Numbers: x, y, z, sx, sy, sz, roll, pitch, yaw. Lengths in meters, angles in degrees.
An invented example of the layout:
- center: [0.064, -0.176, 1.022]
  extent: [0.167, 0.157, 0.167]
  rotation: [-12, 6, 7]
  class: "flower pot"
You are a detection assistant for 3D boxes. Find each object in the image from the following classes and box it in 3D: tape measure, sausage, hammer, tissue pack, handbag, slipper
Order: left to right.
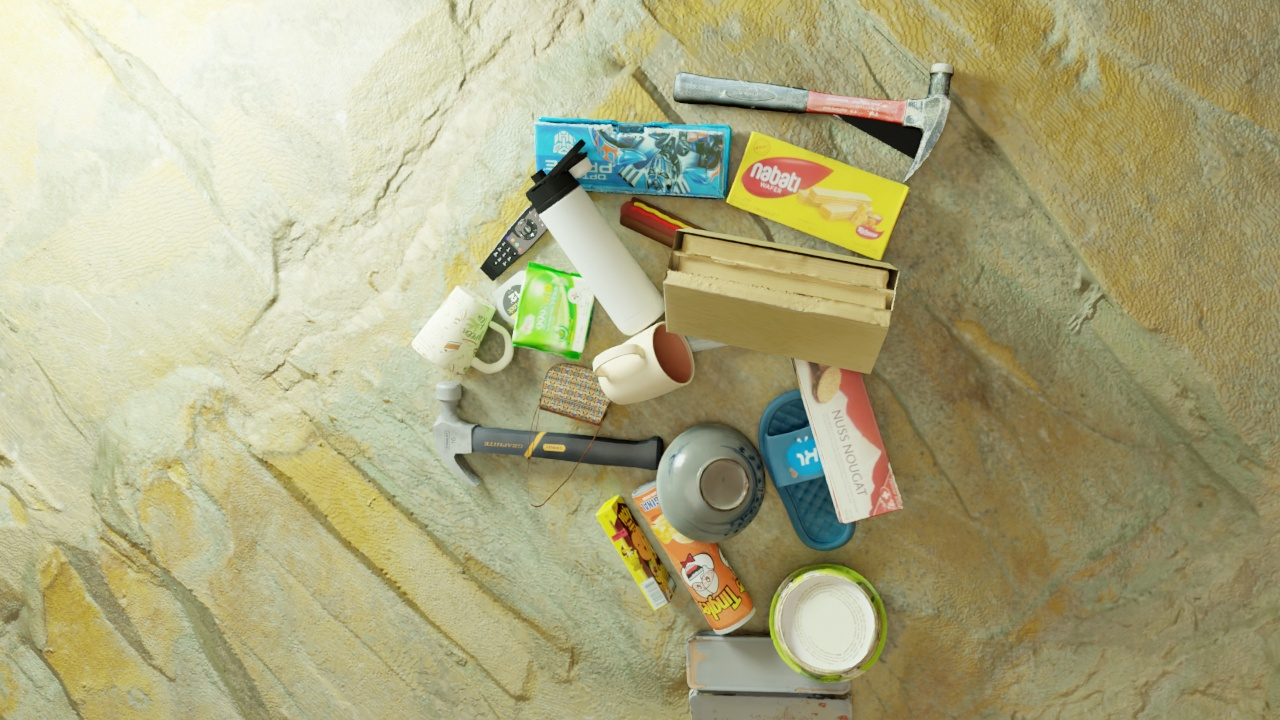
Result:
- center: [-0.160, -0.079, 1.214]
  extent: [0.064, 0.016, 0.065]
  rotation: [-37, 90, 14]
  class: "tape measure"
- center: [-0.124, 0.107, 1.227]
  extent: [0.313, 0.035, 0.139]
  rotation: [3, 100, 10]
  class: "hammer"
- center: [-0.110, -0.063, 1.185]
  extent: [0.099, 0.034, 0.114]
  rotation: [11, 91, -5]
  class: "tissue pack"
- center: [-0.099, 0.099, 1.171]
  extent: [0.093, 0.043, 0.195]
  rotation: [16, 65, 4]
  class: "handbag"
- center: [0.045, -0.160, 1.151]
  extent: [0.155, 0.040, 0.040]
  rotation: [26, 102, 7]
  class: "sausage"
- center: [0.200, -0.301, 1.104]
  extent: [0.326, 0.036, 0.140]
  rotation: [10, 98, 10]
  class: "hammer"
- center: [0.209, 0.142, 1.153]
  extent: [0.104, 0.059, 0.214]
  rotation: [-14, 97, 15]
  class: "slipper"

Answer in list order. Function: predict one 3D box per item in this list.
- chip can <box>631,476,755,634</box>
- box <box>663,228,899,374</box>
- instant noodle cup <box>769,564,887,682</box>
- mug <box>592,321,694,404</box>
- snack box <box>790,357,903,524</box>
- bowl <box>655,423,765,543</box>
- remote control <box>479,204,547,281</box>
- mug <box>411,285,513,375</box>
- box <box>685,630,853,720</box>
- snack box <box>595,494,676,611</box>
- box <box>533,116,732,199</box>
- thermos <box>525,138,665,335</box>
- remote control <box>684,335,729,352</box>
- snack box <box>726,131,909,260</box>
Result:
- center: [0.069, 0.249, 1.192]
  extent: [0.062, 0.062, 0.210]
  rotation: [-31, 91, 13]
  class: "chip can"
- center: [0.158, -0.084, 1.049]
  extent: [0.249, 0.141, 0.148]
  rotation: [11, 78, 8]
  class: "box"
- center: [0.231, 0.324, 1.131]
  extent: [0.146, 0.098, 0.146]
  rotation: [-3, 75, 11]
  class: "instant noodle cup"
- center: [-0.007, 0.007, 1.144]
  extent: [0.105, 0.111, 0.085]
  rotation: [-28, 61, 36]
  class: "mug"
- center: [0.238, 0.055, 1.103]
  extent: [0.077, 0.044, 0.272]
  rotation: [-15, 80, 5]
  class: "snack box"
- center: [0.097, 0.154, 1.146]
  extent: [0.150, 0.057, 0.150]
  rotation: [1, 84, -13]
  class: "bowl"
- center: [-0.162, -0.157, 1.207]
  extent: [0.039, 0.010, 0.125]
  rotation: [45, 103, 2]
  class: "remote control"
- center: [-0.223, -0.031, 1.208]
  extent: [0.122, 0.081, 0.097]
  rotation: [33, 95, -1]
  class: "mug"
- center: [0.170, 0.431, 1.212]
  extent: [0.217, 0.063, 0.157]
  rotation: [-2, 108, 11]
  class: "box"
- center: [-0.005, 0.252, 1.208]
  extent: [0.026, 0.061, 0.149]
  rotation: [-31, 91, 13]
  class: "snack box"
- center: [-0.013, -0.251, 1.136]
  extent: [0.243, 0.066, 0.091]
  rotation: [5, 99, 10]
  class: "box"
- center: [-0.045, -0.149, 1.135]
  extent: [0.101, 0.068, 0.230]
  rotation: [-33, 102, 14]
  class: "thermos"
- center: [0.102, -0.042, 1.165]
  extent: [0.133, 0.022, 0.050]
  rotation: [-11, 95, 13]
  class: "remote control"
- center: [0.213, -0.199, 1.111]
  extent: [0.201, 0.042, 0.092]
  rotation: [22, 100, 7]
  class: "snack box"
